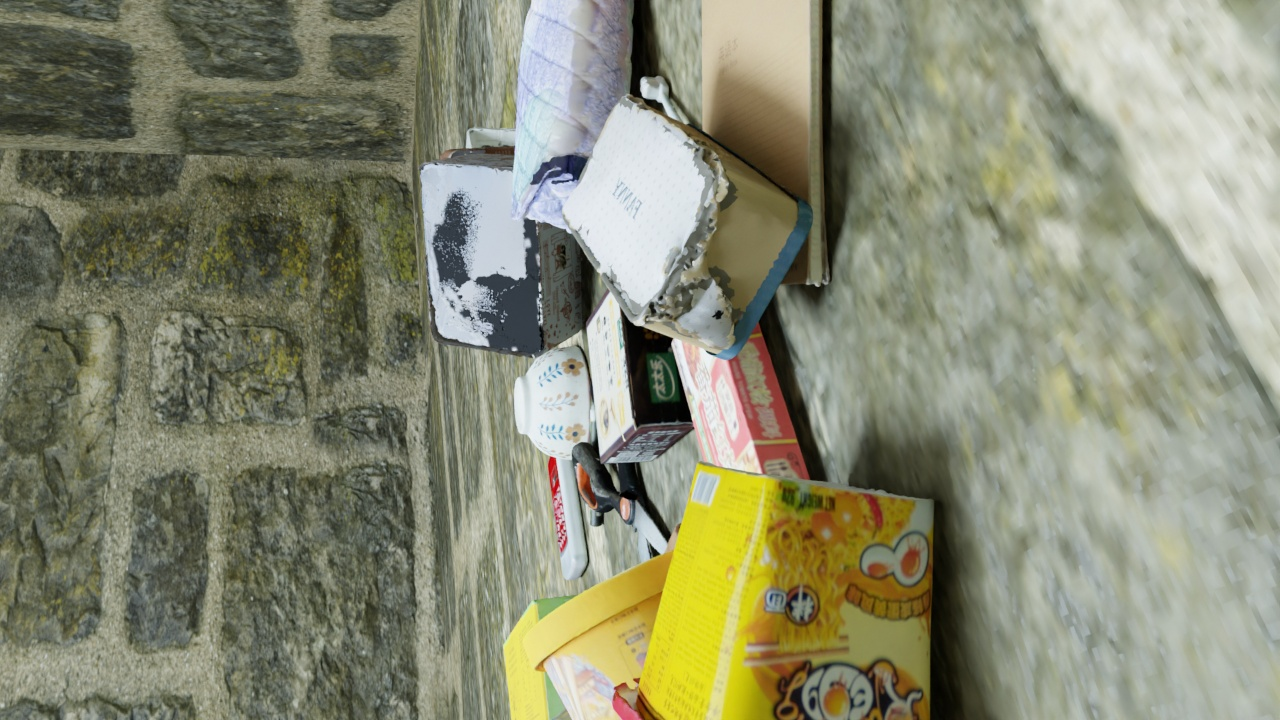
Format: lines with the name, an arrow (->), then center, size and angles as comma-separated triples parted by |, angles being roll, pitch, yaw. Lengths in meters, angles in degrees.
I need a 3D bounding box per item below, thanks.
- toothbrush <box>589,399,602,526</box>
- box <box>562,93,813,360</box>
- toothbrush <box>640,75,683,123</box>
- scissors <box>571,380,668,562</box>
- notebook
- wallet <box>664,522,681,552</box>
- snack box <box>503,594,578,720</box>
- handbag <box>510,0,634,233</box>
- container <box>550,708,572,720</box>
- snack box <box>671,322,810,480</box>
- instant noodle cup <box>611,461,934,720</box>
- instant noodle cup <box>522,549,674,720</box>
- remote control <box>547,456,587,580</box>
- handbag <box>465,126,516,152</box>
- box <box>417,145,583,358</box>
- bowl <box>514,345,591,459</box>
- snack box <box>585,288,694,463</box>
toothbrush -> -0.041, 0.059, 0.832 | 0.017, 0.012, 0.186 | -153, 63, -77
box -> 0.014, -0.078, 0.479 | 0.090, 0.059, 0.184 | -60, 26, 19
toothbrush -> 0.024, -0.141, 0.577 | 0.180, 0.016, 0.016 | -107, 21, -50
scissors -> -0.015, 0.095, 0.726 | 0.222, 0.021, 0.210 | 179, 92, -67
notebook -> 0.061, -0.143, 0.490 | 0.149, 0.012, 0.211 | -170, 78, -74
wallet -> 0.034, 0.177, 0.582 | 0.101, 0.020, 0.115 | 108, 149, -42
snack box -> -0.078, 0.325, 0.879 | 0.211, 0.070, 0.157 | 118, 146, -58
handbag -> -0.050, -0.204, 0.698 | 0.134, 0.075, 0.193 | 142, 132, -64
container -> -0.004, 0.255, 0.555 | 0.111, 0.089, 0.090 | 52, 147, 19
snack box -> 0.052, 0.033, 0.488 | 0.075, 0.025, 0.152 | 108, 152, -58
instant noodle cup -> 0.060, 0.109, 0.369 | 0.116, 0.116, 0.123 | 173, 106, -72
instant noodle cup -> 0.015, 0.172, 0.480 | 0.114, 0.118, 0.119 | 61, 153, 21
remote control -> -0.076, 0.154, 0.939 | 0.056, 0.020, 0.135 | 117, 147, -55
handbag -> -0.180, -0.167, 1.129 | 0.197, 0.098, 0.144 | 115, 143, -56
box -> -0.114, -0.116, 0.909 | 0.192, 0.157, 0.183 | -33, -52, -57
bowl -> -0.090, 0.043, 0.906 | 0.113, 0.062, 0.113 | 178, 91, -74
snack box -> -0.004, 0.004, 0.637 | 0.126, 0.053, 0.113 | 132, 133, -65
